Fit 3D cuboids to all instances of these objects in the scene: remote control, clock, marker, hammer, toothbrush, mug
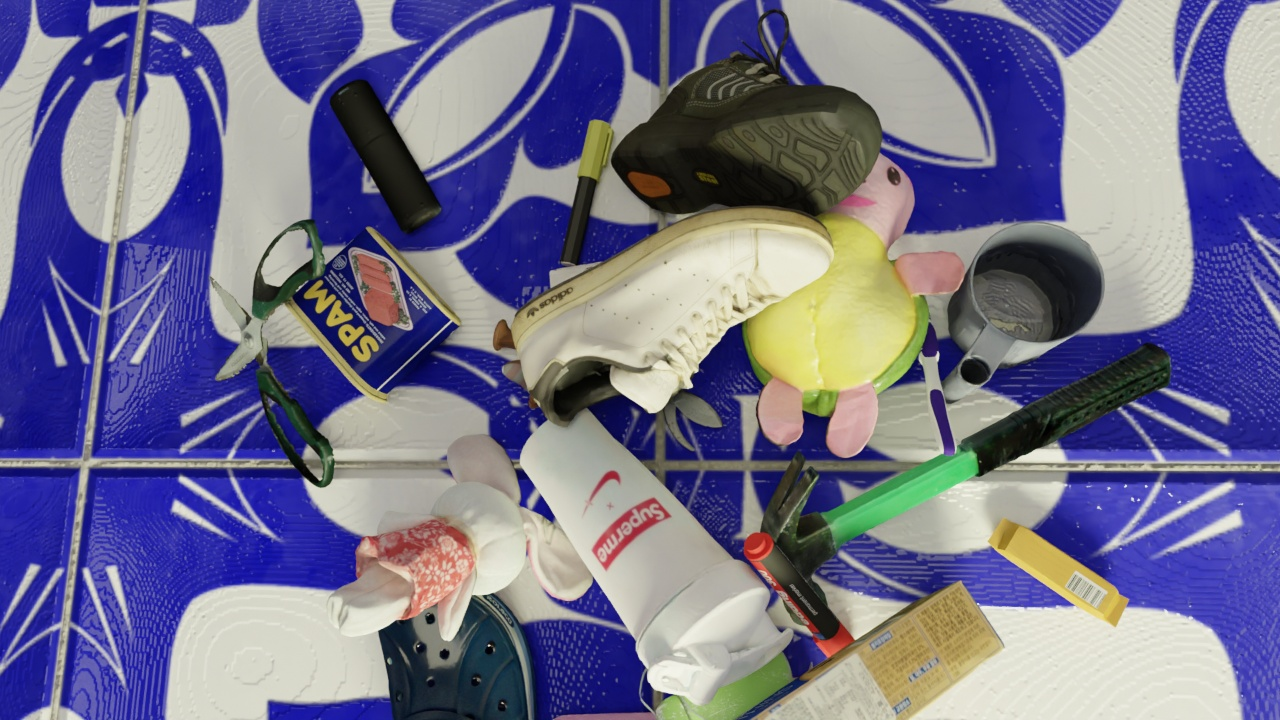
[{"bbox_3d":[-0.223,-0.179,0.793,0.041,0.020,0.152,-33,77,3],"label":"remote control"},{"bbox_3d":[0.059,0.231,0.641,0.119,0.043,0.094,-1,36,12],"label":"clock"},{"bbox_3d":[0.112,0.167,0.628,0.023,0.021,0.145,-28,121,19],"label":"marker"},{"bbox_3d":[0.231,0.070,0.648,0.318,0.032,0.130,-26,121,-4],"label":"hammer"},{"bbox_3d":[0.204,-0.007,0.651,0.016,0.015,0.186,-1,46,10],"label":"toothbrush"},{"bbox_3d":[0.254,-0.025,0.647,0.084,0.104,0.124,34,86,13],"label":"mug"},{"bbox_3d":[-0.045,-0.138,0.759,0.021,0.017,0.123,11,82,11],"label":"marker"}]

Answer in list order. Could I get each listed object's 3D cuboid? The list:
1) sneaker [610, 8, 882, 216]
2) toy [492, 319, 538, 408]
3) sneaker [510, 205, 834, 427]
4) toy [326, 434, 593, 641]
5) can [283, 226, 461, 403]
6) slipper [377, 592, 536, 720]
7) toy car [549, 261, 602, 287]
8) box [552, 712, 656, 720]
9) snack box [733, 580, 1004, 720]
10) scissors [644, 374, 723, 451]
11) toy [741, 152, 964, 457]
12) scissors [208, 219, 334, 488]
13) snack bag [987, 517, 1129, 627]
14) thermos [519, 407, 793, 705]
[{"bbox_3d":[0.096,-0.180,0.679,0.238,0.101,0.142,10,60,50],"label":"sneaker"},{"bbox_3d":[-0.076,0.013,0.724,0.102,0.042,0.054,24,61,4],"label":"toy"},{"bbox_3d":[0.020,-0.022,0.630,0.242,0.089,0.102,-21,57,19],"label":"sneaker"},{"bbox_3d":[-0.129,0.134,0.650,0.159,0.193,0.084,46,126,12],"label":"toy"},{"bbox_3d":[-0.216,-0.039,0.747,0.092,0.056,0.116,-44,76,-2],"label":"can"},{"bbox_3d":[-0.127,0.276,0.656,0.105,0.095,0.252,-16,80,8],"label":"slipper"},{"bbox_3d":[-0.018,-0.064,0.730,0.113,0.039,0.039,-7,78,7],"label":"toy car"},{"bbox_3d":[0.038,0.314,0.650,0.214,0.089,0.093,-5,117,8],"label":"box"},{"bbox_3d":[0.141,0.217,0.595,0.206,0.057,0.056,-21,72,-28],"label":"snack box"},{"bbox_3d":[-0.003,0.001,0.712,0.124,0.019,0.156,-5,98,14],"label":"scissors"},{"bbox_3d":[0.143,-0.048,0.678,0.190,0.087,0.238,1,73,32],"label":"toy"},{"bbox_3d":[-0.279,-0.003,0.728,0.202,0.015,0.201,-36,84,35],"label":"scissors"},{"bbox_3d":[0.295,0.149,0.651,0.099,0.020,0.026,34,81,14],"label":"snack bag"},{"bbox_3d":[-0.001,0.132,0.640,0.099,0.099,0.220,-43,58,-1],"label":"thermos"}]
